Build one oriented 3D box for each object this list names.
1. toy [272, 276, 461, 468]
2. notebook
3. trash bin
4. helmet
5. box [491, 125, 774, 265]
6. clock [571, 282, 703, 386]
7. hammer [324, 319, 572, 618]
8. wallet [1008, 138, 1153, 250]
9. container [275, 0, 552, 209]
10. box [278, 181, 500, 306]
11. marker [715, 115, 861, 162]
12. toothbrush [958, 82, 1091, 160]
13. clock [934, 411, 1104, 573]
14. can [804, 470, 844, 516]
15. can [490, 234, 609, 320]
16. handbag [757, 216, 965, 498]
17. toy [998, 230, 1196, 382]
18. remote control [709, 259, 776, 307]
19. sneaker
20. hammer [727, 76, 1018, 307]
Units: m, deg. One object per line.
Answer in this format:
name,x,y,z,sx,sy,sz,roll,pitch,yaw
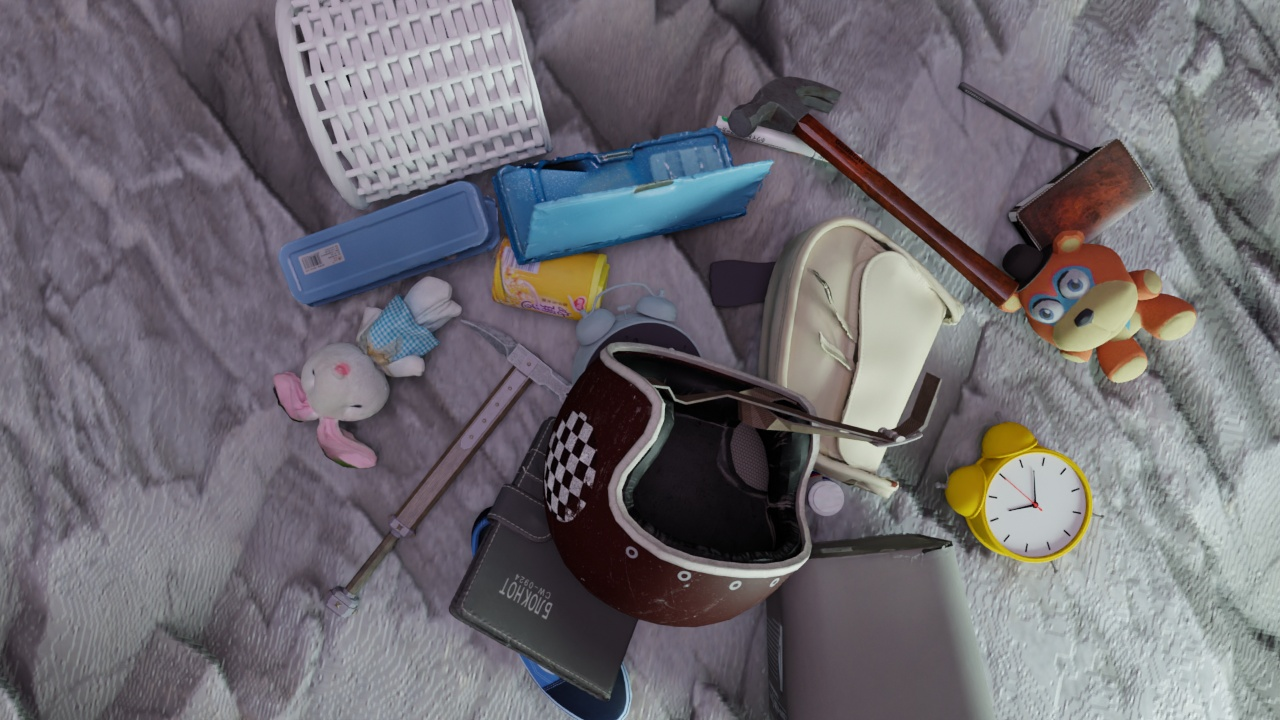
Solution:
toy,-0.247,0.005,0.852,0.205,0.105,0.131,-43,93,0
notebook,-0.059,0.169,0.822,0.169,0.030,0.208,34,51,-14
trash bin,0.204,0.275,0.815,0.197,0.197,0.220,-6,83,-1
helmet,0.046,0.088,0.748,0.233,0.234,0.254,8,104,-40
box,-0.005,-0.161,0.822,0.231,0.110,0.094,-14,84,-19
clock,-0.005,0.005,0.856,0.122,0.045,0.159,-16,110,-13
hammer,-0.201,0.115,0.887,0.147,0.028,0.317,38,88,-1
wallet,0.430,-0.153,0.895,0.123,0.019,0.072,-37,98,4
container,-0.193,-0.250,0.813,0.187,0.189,0.189,-16,89,-2
box,-0.231,-0.107,0.865,0.210,0.064,0.069,-17,95,12
marker,0.145,-0.215,0.902,0.145,0.017,0.017,15,89,0
toothbrush,0.388,-0.232,0.907,0.167,0.013,0.013,31,89,0
clock,0.363,0.127,0.883,0.152,0.052,0.113,41,89,-4
can,0.166,0.123,0.857,0.032,0.095,0.032,0,89,1
can,-0.086,-0.078,0.872,0.105,0.067,0.067,12,89,0
handbag,0.197,-0.007,0.838,0.184,0.132,0.229,23,89,-5
toy,0.420,-0.056,0.866,0.176,0.096,0.112,34,126,3
remote control,0.130,-0.077,0.902,0.124,0.009,0.046,-2,88,-3
sneaker,-0.090,0.247,0.851,0.083,0.098,0.241,-30,90,0
hammer,0.227,-0.158,0.857,0.300,0.028,0.110,42,57,8
